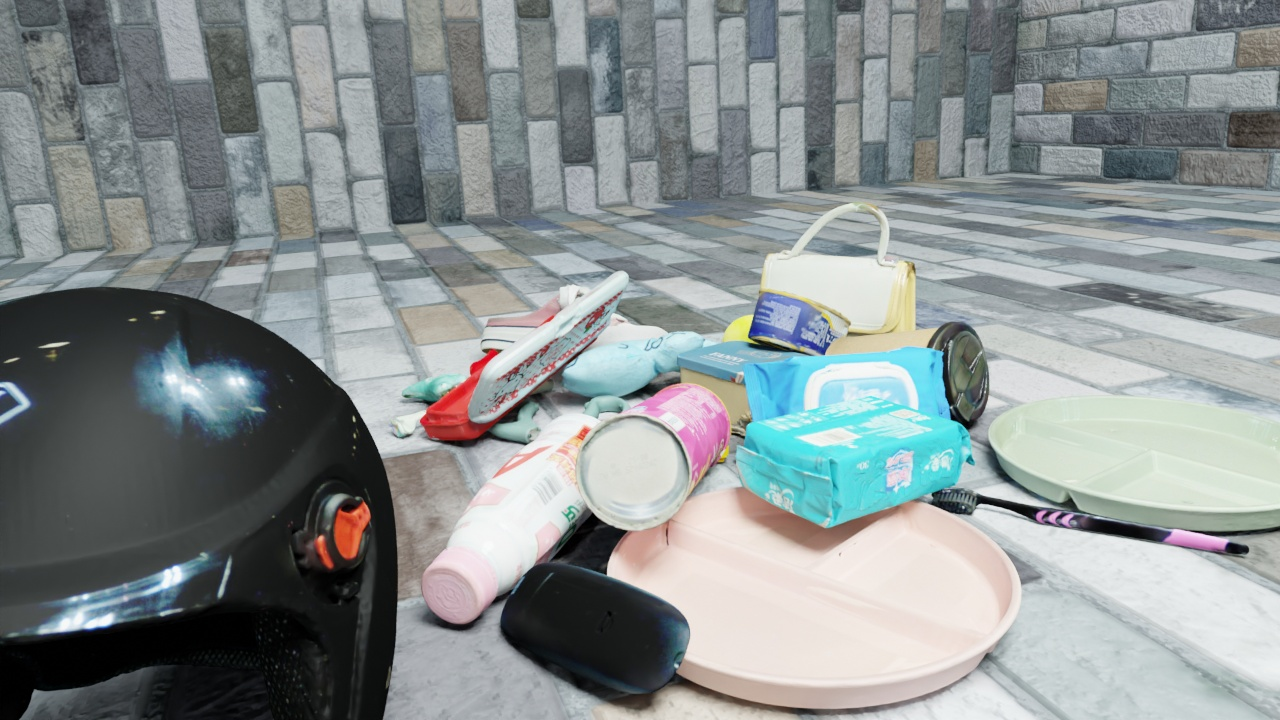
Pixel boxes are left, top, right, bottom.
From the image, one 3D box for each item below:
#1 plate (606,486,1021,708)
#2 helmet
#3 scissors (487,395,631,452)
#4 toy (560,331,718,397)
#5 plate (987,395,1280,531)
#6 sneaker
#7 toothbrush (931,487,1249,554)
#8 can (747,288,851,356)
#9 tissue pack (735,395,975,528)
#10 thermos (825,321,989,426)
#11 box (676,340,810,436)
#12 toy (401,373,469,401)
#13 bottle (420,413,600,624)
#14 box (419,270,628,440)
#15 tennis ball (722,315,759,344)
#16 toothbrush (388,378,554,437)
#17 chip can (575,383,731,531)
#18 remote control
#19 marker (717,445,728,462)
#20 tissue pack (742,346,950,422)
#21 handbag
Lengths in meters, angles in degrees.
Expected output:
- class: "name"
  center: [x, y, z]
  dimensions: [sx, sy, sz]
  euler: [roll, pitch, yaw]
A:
- class: "plate"
  center: [0.095, 0.127, 0.530]
  dimensions: [0.229, 0.028, 0.229]
  euler: [-2, 16, 1]
- class: "helmet"
  center: [-0.226, 0.078, 0.395]
  dimensions: [0.233, 0.229, 0.275]
  euler: [-4, -23, -2]
- class: "scissors"
  center: [-0.094, 0.060, 0.829]
  dimensions: [0.172, 0.019, 0.176]
  euler: [5, 18, 24]
- class: "toy"
  center: [-0.005, 0.005, 0.910]
  dimensions: [0.157, 0.049, 0.161]
  euler: [-24, -17, 27]
- class: "plate"
  center: [0.380, 0.071, 0.680]
  dimensions: [0.230, 0.027, 0.230]
  euler: [-2, 16, 1]
- class: "sneaker"
  center: [-0.073, -0.041, 1.019]
  dimensions: [0.241, 0.087, 0.118]
  euler: [3, -13, 31]
- class: "toothbrush"
  center: [0.285, 0.106, 0.600]
  dimensions: [0.189, 0.014, 0.017]
  euler: [7, 28, 31]
- class: "can"
  center: [0.157, -0.030, 0.898]
  dimensions: [0.075, 0.049, 0.148]
  euler: [16, 0, 30]
- class: "tissue pack"
  center: [0.141, 0.063, 0.605]
  dimensions: [0.133, 0.050, 0.093]
  euler: [-11, 16, -27]
- class: "thermos"
  center: [0.239, 0.011, 0.827]
  dimensions: [0.092, 0.093, 0.143]
  euler: [-16, 12, -39]
- class: "box"
  center: [0.110, 0.027, 0.826]
  dimensions: [0.089, 0.063, 0.184]
  euler: [-14, 21, -38]
- class: "toy"
  center: [-0.187, 0.027, 0.922]
  dimensions: [0.096, 0.030, 0.092]
  euler: [-14, 8, -21]
- class: "bottle"
  center: [-0.074, 0.100, 0.599]
  dimensions: [0.068, 0.068, 0.196]
  euler: [3, 21, 20]
- class: "box"
  center: [-0.100, -0.002, 0.847]
  dimensions: [0.161, 0.063, 0.200]
  euler: [-30, 8, 47]
- class: "tennis ball"
  center: [0.119, -0.016, 0.974]
  dimensions: [0.065, 0.065, 0.065]
  euler: [-3, 16, 1]
- class: "toothbrush"
  center: [-0.159, 0.043, 0.905]
  dimensions: [0.029, 0.020, 0.189]
  euler: [20, 26, 41]
- class: "chip can"
  center: [0.015, 0.059, 0.628]
  dimensions: [0.071, 0.071, 0.210]
  euler: [0, 3, 12]
- class: "remote control"
  center: [-0.032, 0.134, 0.480]
  dimensions: [0.137, 0.024, 0.053]
  euler: [3, 54, 47]
- class: "marker"
  center: [0.040, 0.065, 0.794]
  dimensions: [0.018, 0.015, 0.124]
  euler: [-8, 14, -24]
- class: "tissue pack"
  center: [0.160, 0.039, 0.703]
  dimensions: [0.157, 0.095, 0.052]
  euler: [-4, -6, -1]
- class: "handbag"
  center: [0.207, -0.079, 0.980]
  dimensions: [0.164, 0.179, 0.063]
  euler: [8, 24, 30]
